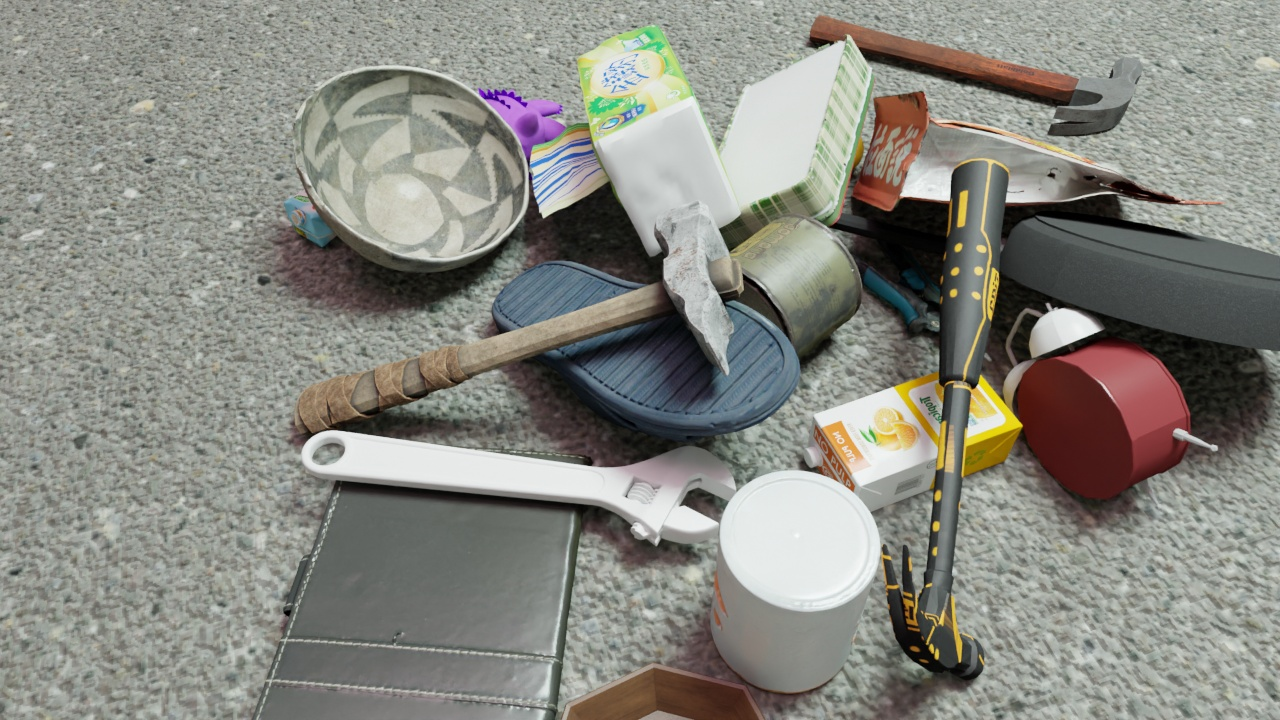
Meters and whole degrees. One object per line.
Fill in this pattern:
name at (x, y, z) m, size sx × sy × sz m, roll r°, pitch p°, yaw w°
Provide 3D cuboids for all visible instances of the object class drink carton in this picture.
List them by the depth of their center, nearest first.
drink carton at (0.171, 0.051, 0.590) m, size 0.122 × 0.040 × 0.058 m, roll -18°, pitch 52°, yaw -12°
drink carton at (-0.238, -0.146, 0.774) m, size 0.044 × 0.039 × 0.128 m, roll 30°, pitch 57°, yaw 24°

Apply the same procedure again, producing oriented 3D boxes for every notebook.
notebook at (-0.123, 0.139, 0.541) m, size 0.169 × 0.029 × 0.208 m, roll 4°, pitch 47°, yaw 3°

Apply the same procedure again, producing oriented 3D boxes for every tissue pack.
tissue pack at (-0.020, -0.165, 0.716) m, size 0.141 × 0.120 × 0.197 m, roll -23°, pitch 29°, yaw 8°

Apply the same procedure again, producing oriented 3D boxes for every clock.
clock at (0.278, 0.026, 0.571) m, size 0.048 × 0.096 × 0.137 m, roll -20°, pitch 55°, yaw -15°

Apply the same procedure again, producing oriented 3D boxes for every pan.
pan at (0.281, -0.079, 0.641) m, size 0.356 × 0.044 × 0.203 m, roll 19°, pitch 22°, yaw 25°

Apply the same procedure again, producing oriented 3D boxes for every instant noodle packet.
instant noodle packet at (0.286, -0.137, 0.686) m, size 0.221 × 0.084 × 0.164 m, roll 11°, pitch 14°, yaw 0°

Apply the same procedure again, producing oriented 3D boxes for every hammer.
hammer at (0.182, 0.014, 0.529) m, size 0.036 × 0.123 × 0.319 m, roll -5°, pitch 59°, yaw 36°
hammer at (-0.087, -0.006, 0.585) m, size 0.319 × 0.049 × 0.121 m, roll -17°, pitch 44°, yaw 17°
hammer at (0.305, -0.281, 0.868) m, size 0.301 × 0.028 × 0.110 m, roll 22°, pitch 54°, yaw 20°

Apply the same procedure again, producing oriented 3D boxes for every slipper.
slipper at (-0.004, 0.004, 0.621) m, size 0.264 × 0.082 × 0.101 m, roll 23°, pitch 60°, yaw 44°

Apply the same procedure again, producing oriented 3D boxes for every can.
can at (0.096, -0.046, 0.643) m, size 0.074 × 0.090 × 0.090 m, roll -37°, pitch 58°, yaw -24°

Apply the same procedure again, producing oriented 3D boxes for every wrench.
wrench at (-0.077, 0.072, 0.571) m, size 0.273 × 0.018 × 0.066 m, roll 6°, pitch 50°, yaw 4°

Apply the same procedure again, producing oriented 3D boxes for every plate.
plate at (0.013, 0.222, 0.465) m, size 0.131 × 0.025 × 0.131 m, roll -1°, pitch 50°, yaw 1°

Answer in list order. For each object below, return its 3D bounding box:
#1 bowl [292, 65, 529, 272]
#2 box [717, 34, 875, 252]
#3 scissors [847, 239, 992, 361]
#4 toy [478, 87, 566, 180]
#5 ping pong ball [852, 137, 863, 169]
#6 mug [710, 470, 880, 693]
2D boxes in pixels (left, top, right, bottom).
bowl at (-0.182, -0.139, 0.727) m, size 0.178 × 0.081 × 0.178 m, roll 10°, pitch 64°, yaw -21°
box at (0.118, -0.173, 0.743) m, size 0.118 × 0.050 × 0.205 m, roll -19°, pitch 36°, yaw 38°
scissors at (0.207, -0.053, 0.688) m, size 0.126 × 0.019 × 0.143 m, roll 9°, pitch 51°, yaw 11°
toy at (-0.114, -0.207, 0.807) m, size 0.088 × 0.056 × 0.105 m, roll 35°, pitch 61°, yaw 30°
ping pong ball at (0.170, -0.179, 0.781) m, size 0.040 × 0.040 × 0.040 m, roll -1°, pitch 50°, yaw 1°
mug at (0.080, 0.121, 0.495) m, size 0.082 × 0.105 × 0.082 m, roll -1°, pitch 50°, yaw 2°
